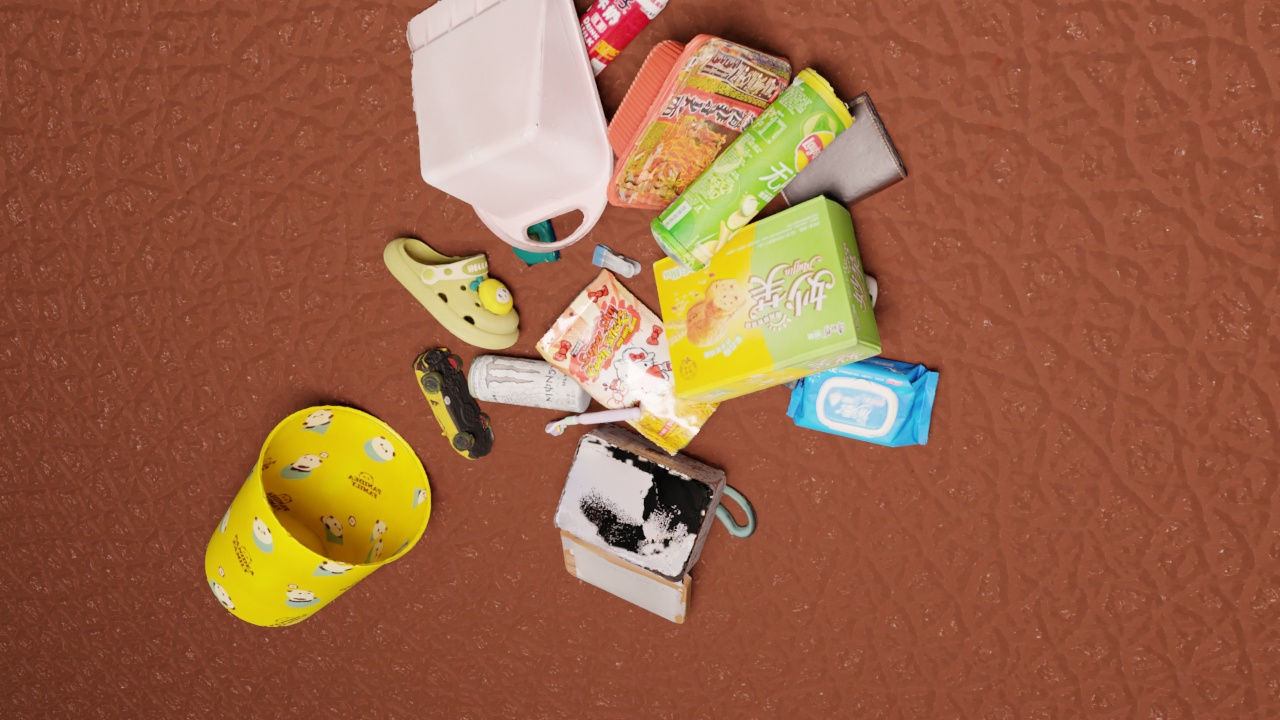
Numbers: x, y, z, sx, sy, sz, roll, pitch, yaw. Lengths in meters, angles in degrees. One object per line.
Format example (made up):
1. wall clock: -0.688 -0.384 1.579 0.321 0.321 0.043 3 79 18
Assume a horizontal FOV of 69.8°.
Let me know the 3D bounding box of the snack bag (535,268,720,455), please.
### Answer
1. snack bag: -0.006 0.006 1.069 0.208 0.073 0.128 41 95 -3

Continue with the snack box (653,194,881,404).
1. snack box: 0.125 -0.057 0.948 0.211 0.070 0.157 -19 73 32

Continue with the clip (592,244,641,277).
1. clip: -0.028 -0.113 1.055 0.057 0.029 0.025 25 117 17

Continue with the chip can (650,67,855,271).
1. chip can: 0.106 -0.183 0.906 0.221 0.072 0.072 -43 96 12

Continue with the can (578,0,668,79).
1. can: -0.030 -0.341 0.930 0.133 0.053 0.053 -39 98 28

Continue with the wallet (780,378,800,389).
1. wallet: 0.150 -0.039 1.006 0.097 0.019 0.121 36 125 32

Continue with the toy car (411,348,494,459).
1. toy car: -0.238 0.058 1.168 0.041 0.071 0.156 -18 107 23

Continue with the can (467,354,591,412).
1. can: -0.134 0.028 1.128 0.147 0.058 0.058 6 115 15

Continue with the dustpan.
1. dustpan: -0.131 -0.262 0.977 0.223 0.138 0.273 -9 74 37

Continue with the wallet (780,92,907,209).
1. wallet: 0.197 -0.201 0.941 0.123 0.020 0.096 -26 98 27

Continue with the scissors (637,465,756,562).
1. scissors: 0.052 0.197 1.168 0.172 0.019 0.180 33 120 0

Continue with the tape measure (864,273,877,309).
1. tape measure: 0.220 -0.062 0.967 0.033 0.065 0.066 17 122 -13

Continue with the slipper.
1. slipper: -0.216 -0.092 1.086 0.190 0.091 0.082 40 117 2

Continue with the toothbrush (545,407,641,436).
1. toothbrush: -0.057 0.072 1.092 0.190 0.029 0.021 -14 93 54

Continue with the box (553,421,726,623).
1. box: -0.009 0.217 1.132 0.179 0.123 0.275 22 125 15

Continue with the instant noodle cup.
1. instant noodle cup: 0.045 -0.237 0.907 0.079 0.164 0.189 49 122 27

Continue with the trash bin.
1. trash bin: -0.446 0.224 1.234 0.229 0.228 0.256 45 124 -5

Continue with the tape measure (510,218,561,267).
1. tape measure: -0.124 -0.139 1.069 0.055 0.025 0.058 -7 110 19

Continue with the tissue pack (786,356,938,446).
1. tissue pack: 0.245 0.042 1.015 0.157 0.052 0.095 12 117 13

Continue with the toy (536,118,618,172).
1. toy: -0.093 -0.249 0.996 0.122 0.054 0.159 -28 95 29
